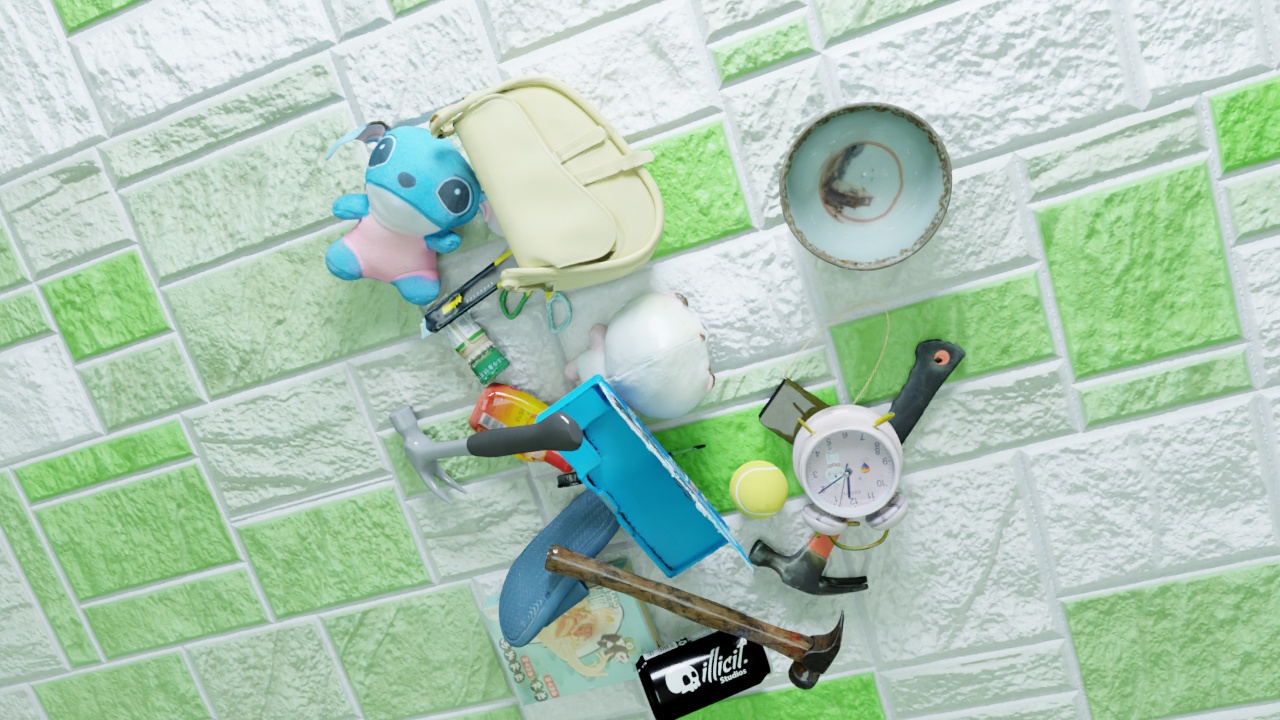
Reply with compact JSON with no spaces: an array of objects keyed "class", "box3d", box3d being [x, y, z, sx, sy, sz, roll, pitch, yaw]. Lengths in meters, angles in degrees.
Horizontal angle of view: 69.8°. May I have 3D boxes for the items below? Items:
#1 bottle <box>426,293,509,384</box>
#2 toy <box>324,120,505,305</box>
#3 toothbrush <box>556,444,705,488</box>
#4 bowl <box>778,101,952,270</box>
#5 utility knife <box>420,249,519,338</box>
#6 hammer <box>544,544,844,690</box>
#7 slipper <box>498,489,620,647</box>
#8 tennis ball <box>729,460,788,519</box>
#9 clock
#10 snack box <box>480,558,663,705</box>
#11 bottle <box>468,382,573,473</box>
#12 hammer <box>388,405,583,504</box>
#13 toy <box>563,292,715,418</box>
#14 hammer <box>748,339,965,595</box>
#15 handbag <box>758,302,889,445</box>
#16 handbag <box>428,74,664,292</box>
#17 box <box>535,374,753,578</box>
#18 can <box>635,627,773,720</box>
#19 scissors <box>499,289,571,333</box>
[{"class":"bottle","box3d":[-0.199,-0.025,1.056,0.043,0.042,0.110,-38,94,17]},{"class":"toy","box3d":[-0.243,-0.153,1.004,0.224,0.098,0.192,25,113,-8]},{"class":"toothbrush","box3d":[-0.013,0.121,1.077,0.188,0.014,0.017,-17,93,14]},{"class":"bowl","box3d":[0.219,-0.174,0.911,0.160,0.093,0.160,3,105,10]},{"class":"utility knife","box3d":[-0.179,-0.081,1.022,0.174,0.020,0.029,-36,91,5]},{"class":"hammer","box3d":[0.055,0.263,1.000,0.330,0.033,0.120,19,128,2]},{"class":"slipper","box3d":[-0.093,0.240,1.079,0.213,0.104,0.059,-52,129,-1]},{"class":"tennis ball","box3d":[0.133,0.145,1.029,0.065,0.065,0.065,3,105,10]},{"class":"clock","box3d":[0.224,0.128,0.981,0.117,0.058,0.158,-6,103,11]},{"class":"snack box","box3d":[-0.081,0.336,1.131,0.194,0.044,0.141,-18,102,13]},{"class":"bottle","box3d":[-0.129,0.081,1.068,0.134,0.048,0.071,29,108,2]},{"class":"hammer","box3d":[-0.169,0.096,1.012,0.312,0.029,0.125,-11,108,45]},{"class":"toy","box3d":[-0.006,0.006,1.005,0.180,0.101,0.139,-20,94,30]},{"class":"hammer","box3d":[0.254,0.121,1.020,0.133,0.033,0.334,28,107,4]},{"class":"handbag","box3d":[0.208,0.013,1.005,0.084,0.027,0.178,33,103,-1]},{"class":"handbag","box3d":[-0.088,-0.183,0.940,0.190,0.089,0.233,-26,92,-12]},{"class":"box","box3d":[0.004,0.138,0.963,0.114,0.113,0.243,-35,108,14]},{"class":"can","box3d":[0.074,0.359,1.069,0.146,0.080,0.080,-20,101,-8]},{"class":"scissors","box3d":[-0.102,-0.089,1.036,0.112,0.012,0.131,39,106,2]}]
